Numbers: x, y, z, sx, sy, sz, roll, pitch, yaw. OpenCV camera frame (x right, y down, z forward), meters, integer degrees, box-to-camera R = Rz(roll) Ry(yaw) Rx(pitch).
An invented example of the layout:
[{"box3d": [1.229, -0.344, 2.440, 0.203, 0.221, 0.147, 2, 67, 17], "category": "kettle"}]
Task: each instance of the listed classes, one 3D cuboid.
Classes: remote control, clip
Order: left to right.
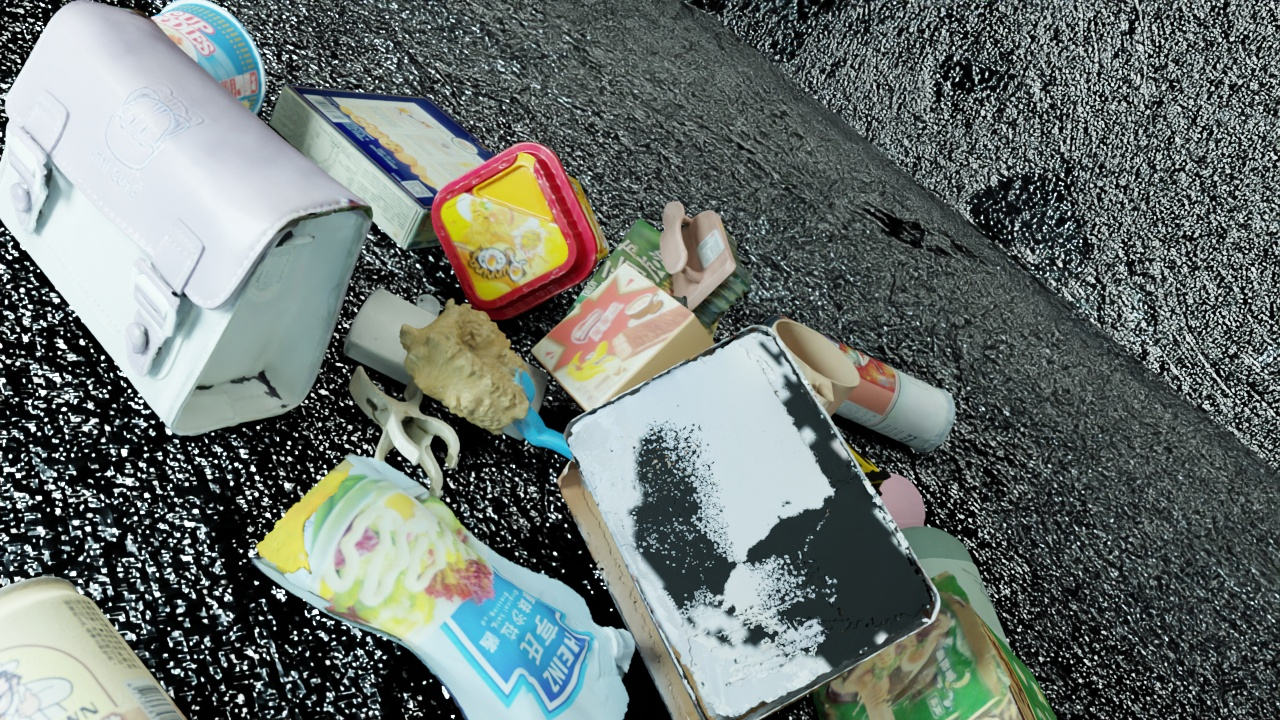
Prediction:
[{"box3d": [-0.132, 0.042, 0.547, 0.076, 0.035, 0.103, 16, 23, -29], "category": "clip"}, {"box3d": [-0.155, -0.020, 0.646, 0.024, 0.028, 0.056, 18, 40, -24], "category": "clip"}, {"box3d": [-0.128, 0.003, 0.616, 0.135, 0.019, 0.056, 27, 43, -15], "category": "remote control"}]

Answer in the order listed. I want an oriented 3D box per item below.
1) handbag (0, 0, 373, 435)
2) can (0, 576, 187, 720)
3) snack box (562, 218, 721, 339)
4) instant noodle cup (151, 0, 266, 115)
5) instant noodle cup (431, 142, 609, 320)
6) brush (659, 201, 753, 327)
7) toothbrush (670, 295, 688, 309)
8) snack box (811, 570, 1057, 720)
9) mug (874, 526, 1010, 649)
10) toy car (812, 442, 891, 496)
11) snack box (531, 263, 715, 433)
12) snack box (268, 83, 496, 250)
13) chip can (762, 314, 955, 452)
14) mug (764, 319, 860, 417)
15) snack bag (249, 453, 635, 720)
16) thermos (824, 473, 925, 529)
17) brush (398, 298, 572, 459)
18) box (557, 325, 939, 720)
[{"box3d": [-0.249, -0.077, 0.486, 0.197, 0.145, 0.098, 42, 24, 18], "category": "handbag"}, {"box3d": [-0.181, 0.131, 0.300, 0.116, 0.059, 0.058, 41, 27, 15], "category": "can"}, {"box3d": [0.006, -0.041, 0.809, 0.114, 0.063, 0.239, 34, 26, -3], "category": "snack box"}, {"box3d": [-0.343, -0.198, 0.657, 0.099, 0.099, 0.109, 32, 33, -3], "category": "instant noodle cup"}, {"box3d": [-0.087, -0.103, 0.746, 0.116, 0.116, 0.123, 65, 16, 0], "category": "instant noodle cup"}, {"box3d": [0.050, -0.095, 0.805, 0.073, 0.063, 0.145, 36, 24, -21], "category": "brush"}, {"box3d": [0.036, 0.030, 0.658, 0.027, 0.026, 0.212, 6, 48, -12], "category": "toothbrush"}, {"box3d": [0.186, 0.215, 0.537, 0.105, 0.118, 0.117, 35, 23, -26], "category": "snack box"}, {"box3d": [0.209, 0.186, 0.645, 0.112, 0.082, 0.106, 57, 16, -24], "category": "mug"}, {"box3d": [0.101, 0.058, 0.634, 0.071, 0.041, 0.156, 6, 18, -32], "category": "toy car"}, {"box3d": [-0.004, 0.004, 0.632, 0.094, 0.092, 0.077, 42, -6, 48], "category": "snack box"}, {"box3d": [-0.201, -0.176, 0.826, 0.178, 0.046, 0.182, 42, 27, 16], "category": "snack box"}, {"box3d": [0.214, 0.025, 0.929, 0.214, 0.071, 0.071, 22, 28, -21], "category": "chip can"}, {"box3d": [0.117, 0.040, 0.751, 0.084, 0.104, 0.124, 30, 26, -7], "category": "mug"}, {"box3d": [-0.086, 0.124, 0.451, 0.191, 0.039, 0.110, 36, 21, -1], "category": "snack bag"}, {"box3d": [0.139, 0.113, 0.678, 0.198, 0.087, 0.067, 10, 78, -43], "category": "thermos"}, {"box3d": [-0.046, 0.053, 0.588, 0.254, 0.046, 0.083, 40, 22, -11], "category": "brush"}, {"box3d": [0.050, 0.108, 0.521, 0.181, 0.148, 0.158, 62, -3, 19], "category": "box"}]
